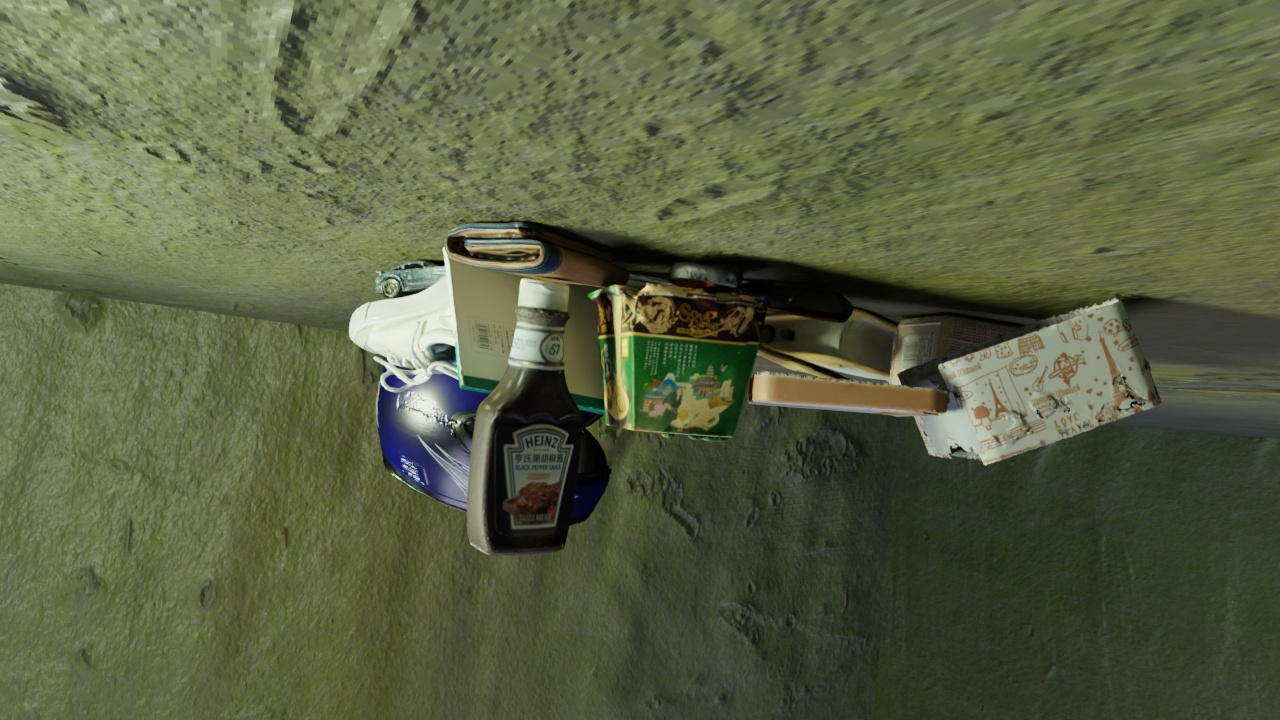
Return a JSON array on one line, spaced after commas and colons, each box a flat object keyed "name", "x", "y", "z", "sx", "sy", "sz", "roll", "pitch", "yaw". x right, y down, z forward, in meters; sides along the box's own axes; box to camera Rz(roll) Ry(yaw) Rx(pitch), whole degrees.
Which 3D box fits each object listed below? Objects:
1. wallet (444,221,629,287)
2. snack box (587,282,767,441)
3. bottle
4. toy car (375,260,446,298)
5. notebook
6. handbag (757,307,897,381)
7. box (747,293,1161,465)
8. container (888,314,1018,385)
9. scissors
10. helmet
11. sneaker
[{"name": "wallet", "x": -0.073, "y": -0.074, "z": 0.672, "sx": 0.090, "sy": 0.033, "sz": 0.115, "roll": 8, "pitch": 179, "yaw": 31}, {"name": "snack box", "x": 0.022, "y": 0.003, "z": 0.688, "sx": 0.118, "sy": 0.105, "sz": 0.118, "roll": 6, "pitch": 178, "yaw": -16}, {"name": "bottle", "x": -0.079, "y": 0.040, "z": 0.659, "sx": 0.079, "sy": 0.195, "sz": 0.044, "roll": 5, "pitch": -177, "yaw": -35}, {"name": "toy car", "x": -0.194, "y": -0.076, "z": 0.876, "sx": 0.121, "sy": 0.036, "sz": 0.054, "roll": -2, "pitch": 174, "yaw": 17}, {"name": "notebook", "x": -0.056, "y": -0.020, "z": 0.753, "sx": 0.209, "sy": 0.150, "sz": 0.012, "roll": 12, "pitch": 136, "yaw": -30}, {"name": "handbag", "x": 0.163, "y": -0.011, "z": 0.933, "sx": 0.179, "sy": 0.063, "sz": 0.163, "roll": 0, "pitch": 173, "yaw": 35}, {"name": "box", "x": 0.214, "y": 0.024, "z": 0.697, "sx": 0.259, "sy": 0.110, "sz": 0.179, "roll": -19, "pitch": 175, "yaw": 3}, {"name": "container", "x": 0.297, "y": 0.008, "z": 0.841, "sx": 0.111, "sy": 0.090, "sz": 0.090, "roll": 11, "pitch": 176, "yaw": -19}, {"name": "scissors", "x": 0.061, "y": -0.061, "z": 0.742, "sx": 0.221, "sy": 0.021, "sz": 0.234, "roll": 11, "pitch": 180, "yaw": 2}, {"name": "helmet", "x": -0.156, "y": 0.050, "z": 1.125, "sx": 0.315, "sy": 0.241, "sz": 0.247, "roll": 19, "pitch": -161, "yaw": -23}, {"name": "sneaker", "x": -0.196, "y": -0.016, "z": 0.852, "sx": 0.089, "sy": 0.090, "sz": 0.243, "roll": 4, "pitch": 171, "yaw": -40}]
